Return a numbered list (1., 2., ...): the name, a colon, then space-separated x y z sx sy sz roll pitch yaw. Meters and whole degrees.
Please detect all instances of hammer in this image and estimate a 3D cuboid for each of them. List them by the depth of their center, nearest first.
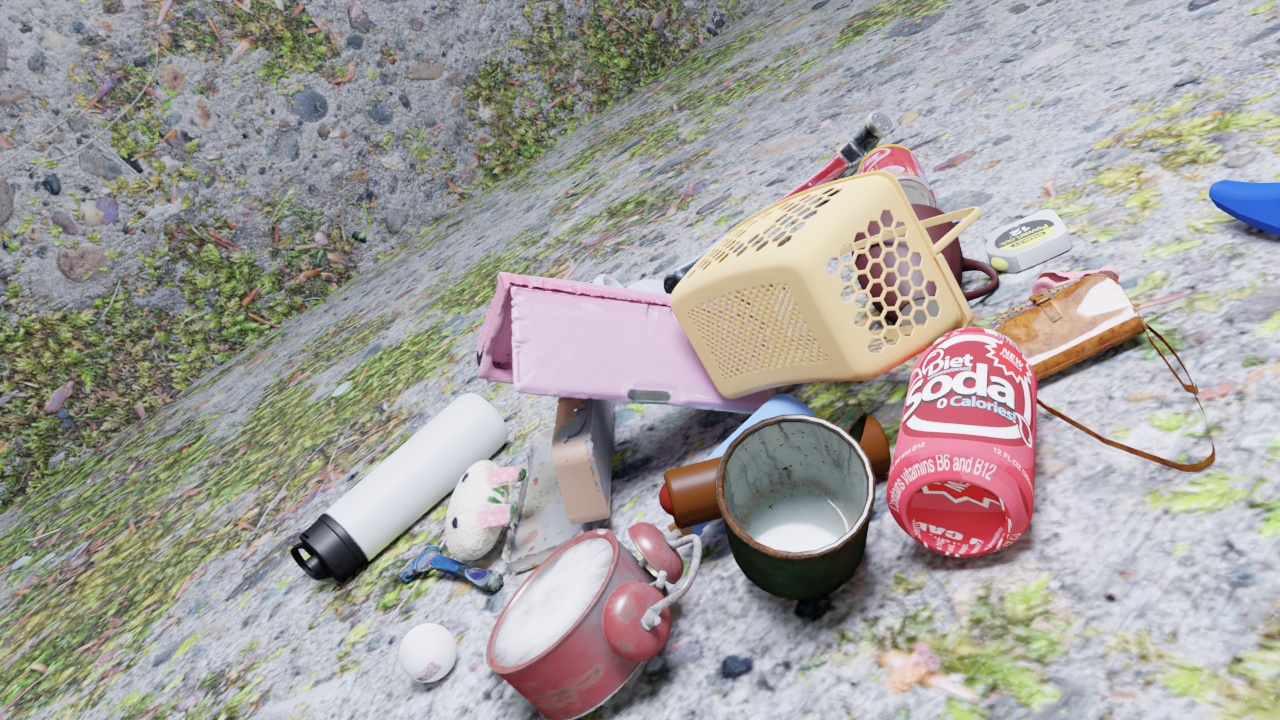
1. hammer: 0.138 -0.151 0.966 0.325 0.036 0.141 -38 -8 -31

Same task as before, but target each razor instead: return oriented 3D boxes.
1. razor: -0.158 0.174 0.769 0.141 0.018 0.043 -4 33 49

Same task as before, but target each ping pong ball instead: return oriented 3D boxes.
1. ping pong ball: -0.152 0.208 0.654 0.040 0.040 0.040 -26 22 11

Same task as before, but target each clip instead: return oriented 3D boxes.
1. clip: 0.319 -0.058 0.668 0.044 0.023 0.060 -32 22 -17

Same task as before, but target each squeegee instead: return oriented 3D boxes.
1. squeegee: 0.437 -0.098 0.559 0.249 0.055 0.185 -18 18 -17

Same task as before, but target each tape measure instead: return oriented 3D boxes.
1. tape measure: 0.319 -0.098 0.762 0.064 0.017 0.064 -24 22 16

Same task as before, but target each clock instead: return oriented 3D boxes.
1. clock: -0.020 0.157 0.562 0.157 0.062 0.109 -34 18 28

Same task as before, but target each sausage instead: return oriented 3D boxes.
1. sausage: 0.088 0.073 0.598 0.155 0.040 0.040 -15 21 -3

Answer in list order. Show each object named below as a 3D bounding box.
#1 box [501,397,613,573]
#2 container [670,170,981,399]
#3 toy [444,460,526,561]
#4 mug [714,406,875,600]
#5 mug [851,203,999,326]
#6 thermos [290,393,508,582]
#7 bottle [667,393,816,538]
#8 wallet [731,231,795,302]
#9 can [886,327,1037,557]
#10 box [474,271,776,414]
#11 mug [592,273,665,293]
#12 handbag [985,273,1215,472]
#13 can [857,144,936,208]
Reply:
1. box: -0.073 0.074 0.796 0.096 0.115 0.216 -7 24 2
2. container: 0.135 -0.060 0.668 0.166 0.129 0.184 -36 12 -29
3. toy: -0.137 0.126 0.770 0.113 0.050 0.087 -28 42 43
4. mug: 0.097 0.077 0.529 0.085 0.081 0.110 32 69 26
5. mug: 0.232 -0.064 0.737 0.114 0.087 0.088 3 44 1
6. thermos: -0.242 0.128 0.922 0.229 0.068 0.101 -43 12 -27
7. bottle: 0.070 0.080 0.645 0.131 0.048 0.048 -40 24 -24
8. wallet: 0.139 -0.103 0.994 0.099 0.027 0.121 -22 21 8
9. can: 0.189 0.044 0.534 0.075 0.074 0.142 -16 26 32
10. box: -0.002 0.004 0.719 0.100 0.232 0.106 -64 34 31
11. mug: -0.002 -0.037 0.899 0.083 0.119 0.096 -43 17 17
12. handbag: 0.280 0.006 0.559 0.094 0.043 0.195 -27 25 12
13. can: 0.259 -0.172 0.934 0.067 0.067 0.124 -22 23 19
